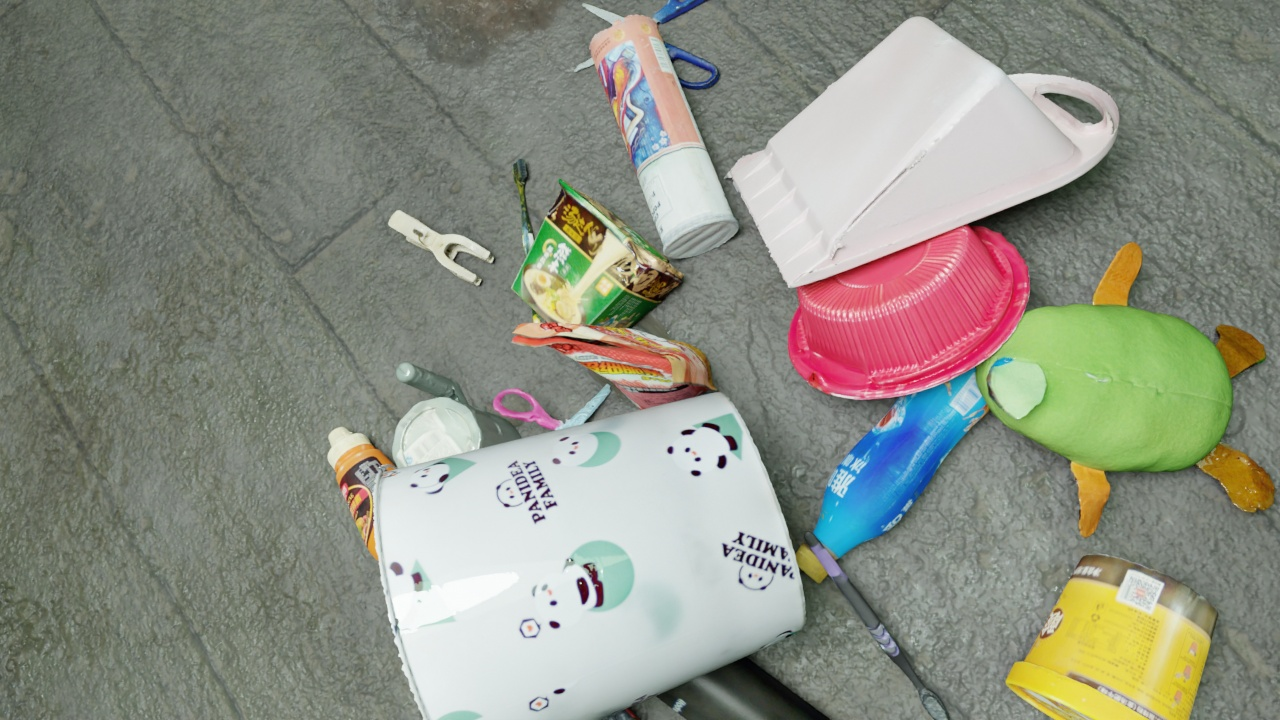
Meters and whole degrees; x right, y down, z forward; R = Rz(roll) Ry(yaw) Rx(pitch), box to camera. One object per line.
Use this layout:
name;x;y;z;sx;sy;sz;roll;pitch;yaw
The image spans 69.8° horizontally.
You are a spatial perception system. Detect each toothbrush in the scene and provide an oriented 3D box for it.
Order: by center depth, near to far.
toothbrush;0.184;0.209;0.710;0.014;0.016;0.189;-36;91;8
toothbrush;-0.104;-0.106;0.871;0.012;0.017;0.185;-2;74;-26

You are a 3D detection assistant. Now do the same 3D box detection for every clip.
clip;-0.190;-0.108;0.880;0.100;0.070;0.034;27;85;10

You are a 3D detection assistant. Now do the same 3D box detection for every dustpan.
dustpan;0.229;-0.158;0.747;0.274;0.138;0.222;-42;31;23

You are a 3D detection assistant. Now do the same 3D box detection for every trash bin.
trash bin;-0.033;0.145;0.663;0.252;0.230;0.229;-18;74;-5

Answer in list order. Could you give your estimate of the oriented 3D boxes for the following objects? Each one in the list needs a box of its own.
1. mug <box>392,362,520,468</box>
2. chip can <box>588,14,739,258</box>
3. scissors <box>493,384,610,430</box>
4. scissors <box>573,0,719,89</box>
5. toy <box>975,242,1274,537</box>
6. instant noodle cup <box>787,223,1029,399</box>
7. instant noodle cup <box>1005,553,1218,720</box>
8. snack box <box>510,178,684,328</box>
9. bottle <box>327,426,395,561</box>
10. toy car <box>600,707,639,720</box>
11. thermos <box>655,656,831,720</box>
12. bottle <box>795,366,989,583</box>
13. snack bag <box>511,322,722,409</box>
mug;-0.166;0.062;0.803;0.084;0.103;0.124;-31;74;4
chip can;0.019;-0.204;0.833;0.071;0.071;0.214;-21;77;7
scissors;-0.072;0.061;0.801;0.134;0.017;0.133;40;60;2
scissors;0.016;-0.320;0.896;0.176;0.012;0.162;-37;72;5
toy;0.361;0.022;0.689;0.246;0.090;0.226;12;80;-10
instant noodle cup;0.196;-0.060;0.717;0.194;0.066;0.193;-23;34;16
instant noodle cup;0.342;0.211;0.655;0.118;0.118;0.114;27;77;16
snack box;-0.045;-0.076;0.809;0.117;0.118;0.106;43;99;17
bottle;-0.240;0.117;0.832;0.067;0.067;0.149;-43;66;0
toy car;0.003;0.337;0.734;0.053;0.045;0.120;-36;68;5
thermos;0.129;0.293;0.697;0.242;0.090;0.068;31;47;17
bottle;0.201;0.086;0.738;0.065;0.065;0.218;39;89;17
snack bag;-0.004;0.004;0.725;0.129;0.207;0.073;15;87;18
